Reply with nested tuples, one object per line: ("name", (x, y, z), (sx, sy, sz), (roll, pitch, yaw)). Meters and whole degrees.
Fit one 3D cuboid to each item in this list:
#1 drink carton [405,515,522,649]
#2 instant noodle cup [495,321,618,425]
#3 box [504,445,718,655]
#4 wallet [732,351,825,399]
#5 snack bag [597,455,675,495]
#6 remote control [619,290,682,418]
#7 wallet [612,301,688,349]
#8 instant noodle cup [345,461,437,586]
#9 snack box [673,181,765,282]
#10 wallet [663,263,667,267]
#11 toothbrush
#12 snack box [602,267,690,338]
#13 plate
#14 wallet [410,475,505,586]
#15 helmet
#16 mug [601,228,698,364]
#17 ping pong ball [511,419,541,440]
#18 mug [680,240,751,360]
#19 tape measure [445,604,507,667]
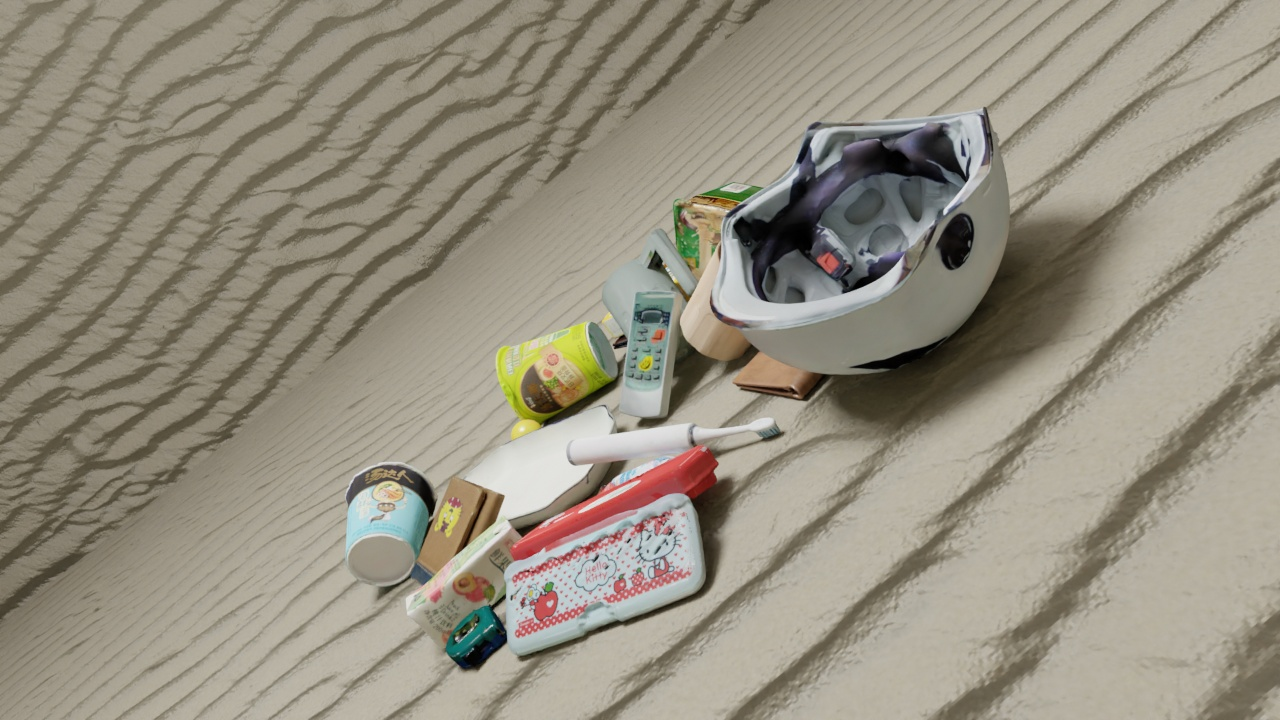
("drink carton", (-0.158, 0.208, 0.868), (0.122, 0.053, 0.045), (-41, 19, -8))
("instant noodle cup", (-0.098, 0.009, 1.140), (0.124, 0.112, 0.111), (-24, 23, 17))
("box", (-0.029, 0.152, 0.759), (0.202, 0.069, 0.157), (-29, 25, 28))
("wallet", (0.148, -0.007, 0.858), (0.101, 0.020, 0.115), (-43, 18, -16))
("snack bag", (0.007, 0.106, 0.832), (0.106, 0.026, 0.045), (-28, -22, 29))
("remote control", (0.010, -0.006, 0.967), (0.056, 0.019, 0.135), (5, 84, 38))
("wallet", (0.027, -0.059, 1.172), (0.097, 0.020, 0.122), (-17, 23, 51))
("instant noodle cup", (-0.298, 0.198, 1.081), (0.111, 0.111, 0.120), (-35, 27, 9))
("snack box", (0.116, -0.148, 1.059), (0.118, 0.118, 0.105), (18, 42, 29))
("wallet", (0.070, -0.130, 1.240), (0.131, 0.035, 0.118), (-23, 11, 35))
("toothbrush", (0.025, 0.073, 0.836), (0.222, 0.026, 0.026), (-11, 46, 34))
("snack box", (0.024, -0.085, 1.158), (0.141, 0.034, 0.086), (-28, 18, 36))
("plate", (-0.122, 0.133, 0.999), (0.266, 0.034, 0.161), (-23, 25, 37))
("wallet", (-0.186, 0.181, 0.935), (0.090, 0.033, 0.115), (10, 74, 49))
("helmet", (0.188, -0.080, 0.749), (0.229, 0.146, 0.258), (6, 55, 50))
("mug", (0.020, -0.068, 1.032), (0.103, 0.083, 0.124), (59, 138, 37))
("ping pong ball", (-0.136, 0.091, 1.108), (0.040, 0.040, 0.040), (-34, 20, 14))
("mug", (0.102, -0.074, 0.937), (0.124, 0.084, 0.104), (-60, -1, -45))
("tape measure", (-0.147, 0.243, 0.811), (0.054, 0.025, 0.058), (-41, 19, -10))
